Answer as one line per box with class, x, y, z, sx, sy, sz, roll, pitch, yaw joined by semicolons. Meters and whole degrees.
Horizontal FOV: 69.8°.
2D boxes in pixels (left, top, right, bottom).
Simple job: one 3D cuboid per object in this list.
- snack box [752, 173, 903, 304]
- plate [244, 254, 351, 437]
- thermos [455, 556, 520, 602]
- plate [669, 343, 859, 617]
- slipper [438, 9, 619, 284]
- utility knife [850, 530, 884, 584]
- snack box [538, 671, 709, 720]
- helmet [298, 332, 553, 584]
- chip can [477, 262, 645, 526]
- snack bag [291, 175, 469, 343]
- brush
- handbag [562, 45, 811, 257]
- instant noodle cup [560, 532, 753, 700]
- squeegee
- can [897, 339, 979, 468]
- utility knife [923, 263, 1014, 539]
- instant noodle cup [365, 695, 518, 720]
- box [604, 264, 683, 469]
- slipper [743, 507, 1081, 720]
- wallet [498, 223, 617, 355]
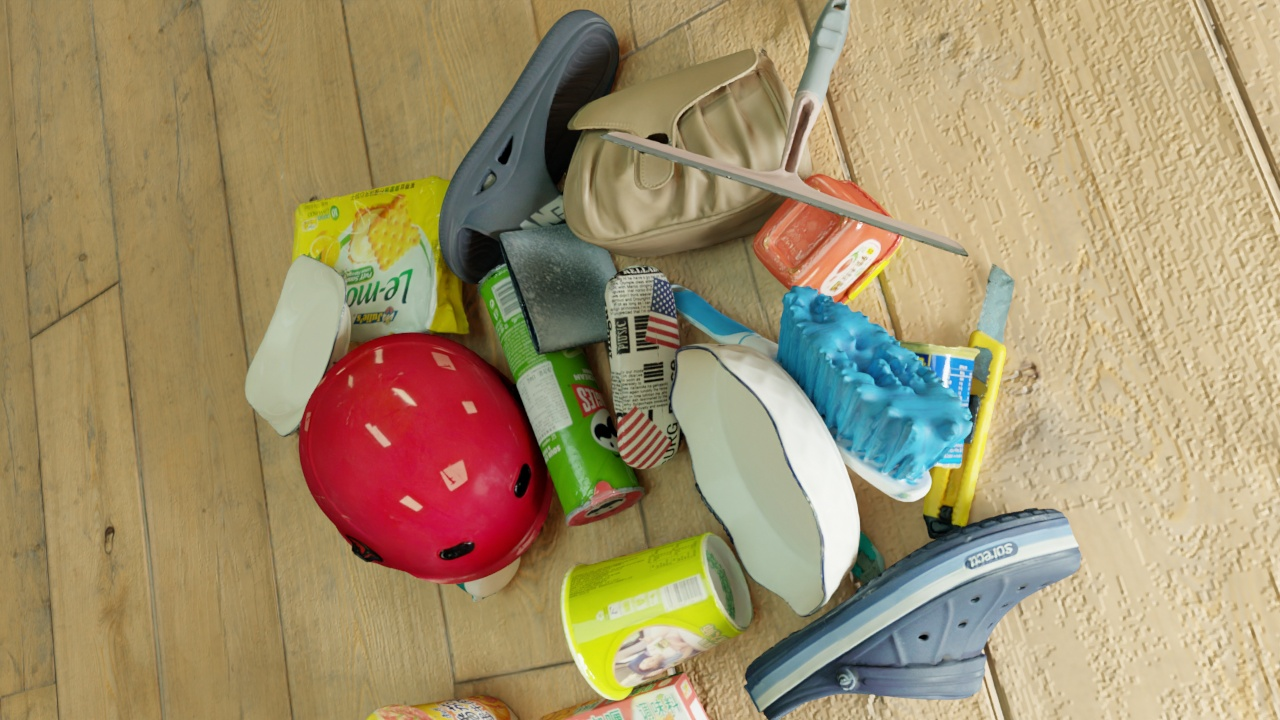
snack box;0.135;-0.090;0.684;0.091;0.080;0.082;-49;62;19
plate;-0.326;-0.014;0.897;0.164;0.034;0.164;25;93;48
thermos;-0.210;0.149;0.887;0.224;0.073;0.073;27;99;31
plate;0.087;0.077;0.654;0.045;0.205;0.204;-23;68;-15
slipper;-0.086;-0.178;0.819;0.083;0.110;0.268;36;101;27
utility knife;0.124;0.102;0.712;0.029;0.013;0.182;-51;62;18
snack box;-0.013;0.316;0.760;0.156;0.027;0.077;-28;88;27
helmet;-0.199;0.073;0.805;0.240;0.144;0.206;35;75;32
chip can;-0.073;0.024;0.809;0.072;0.072;0.236;-33;69;25
snack bag;-0.267;-0.094;0.946;0.247;0.068;0.158;-3;83;33
brush;0.101;-0.011;0.657;0.314;0.060;0.110;50;148;41
handbag;0.030;-0.166;0.747;0.205;0.099;0.147;-11;77;26
instant noodle cup;0.018;0.193;0.723;0.124;0.111;0.111;-26;72;19
squeegee;0.123;-0.188;0.670;0.248;0.040;0.248;19;55;3
can;0.181;0.028;0.650;0.102;0.057;0.083;7;92;48
utility knife;0.233;0.031;0.649;0.033;0.015;0.202;13;92;30
instant noodle cup;-0.172;0.366;0.817;0.138;0.109;0.138;-4;83;33
box;-0.004;0.005;0.747;0.076;0.086;0.162;3;100;33
slipper;0.181;0.188;0.614;0.253;0.105;0.095;-38;68;23
wallet;-0.063;-0.067;0.806;0.120;0.097;0.019;69;153;18
